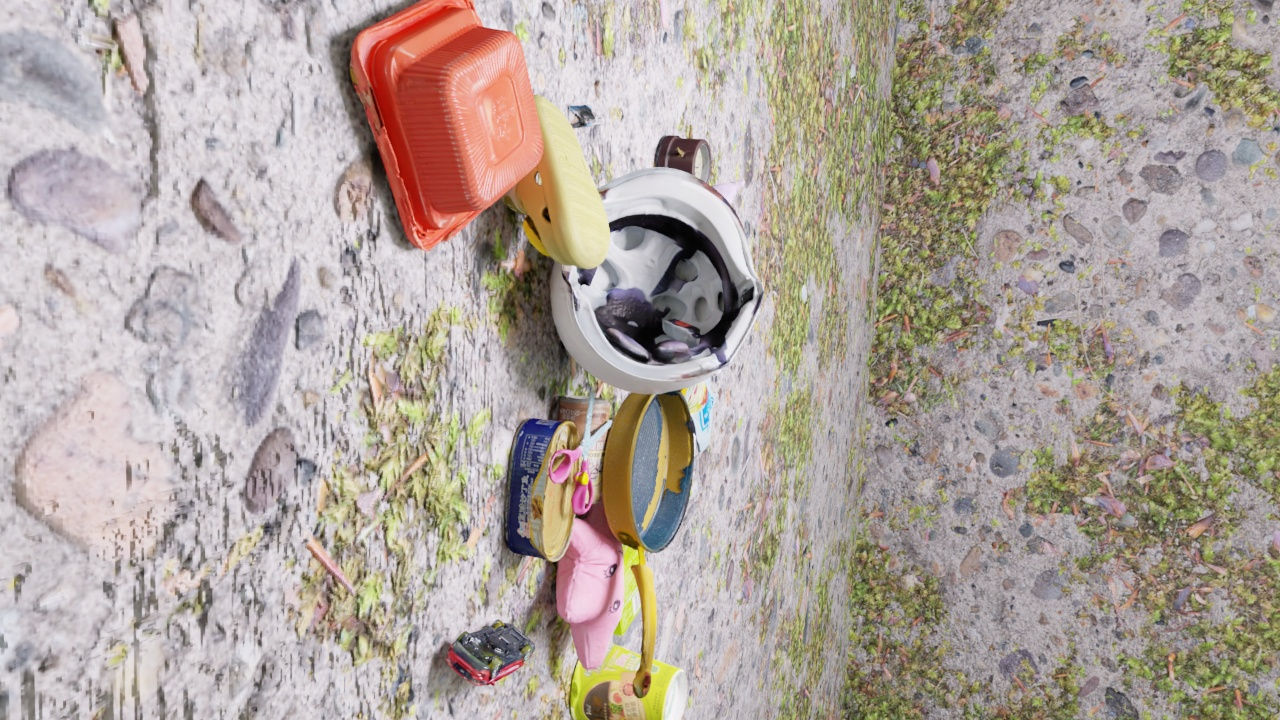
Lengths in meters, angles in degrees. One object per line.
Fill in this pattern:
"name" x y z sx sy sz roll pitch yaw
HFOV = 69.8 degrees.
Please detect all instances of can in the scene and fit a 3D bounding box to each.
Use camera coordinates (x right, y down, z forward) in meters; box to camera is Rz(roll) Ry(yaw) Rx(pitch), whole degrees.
"can" -0.103 0.135 0.970 0.074 0.049 0.148 2 93 -67
"can" -0.067 0.099 1.032 0.058 0.059 0.116 1 94 -66

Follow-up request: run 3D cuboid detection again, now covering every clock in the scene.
"clock" 0.062 -0.254 1.253 0.122 0.055 0.081 74 31 -43

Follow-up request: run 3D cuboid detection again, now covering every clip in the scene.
"clip" -0.058 -0.267 1.016 0.058 0.027 0.045 -26 111 -67

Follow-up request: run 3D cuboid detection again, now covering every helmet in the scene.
"helmet" 0.005 -0.072 1.008 0.146 0.229 0.258 -48 -156 54

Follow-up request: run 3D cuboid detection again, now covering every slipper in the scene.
"slipper" -0.090 -0.167 0.898 0.091 0.082 0.190 18 52 -59

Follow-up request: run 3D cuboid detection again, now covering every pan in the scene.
"pan" 0.011 0.197 1.049 0.198 0.078 0.356 56 43 -54

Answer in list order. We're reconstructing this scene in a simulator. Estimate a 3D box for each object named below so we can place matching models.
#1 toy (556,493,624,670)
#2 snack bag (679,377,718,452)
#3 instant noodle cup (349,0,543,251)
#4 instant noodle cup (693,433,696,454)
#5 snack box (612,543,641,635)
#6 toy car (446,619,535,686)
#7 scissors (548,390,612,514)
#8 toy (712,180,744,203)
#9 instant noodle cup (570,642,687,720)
"toy" -0.059 0.265 1.062 0.178 0.075 0.195 -39 125 -71
"snack bag" 0.085 0.058 1.405 0.191 0.039 0.110 58 32 -56
"instant noodle cup" -0.146 -0.197 0.758 0.164 0.079 0.189 -56 146 -45
"instant noodle cup" 0.015 0.131 1.228 0.173 0.060 0.137 55 46 -54
"snack box" -0.024 0.275 1.214 0.085 0.026 0.156 -44 135 -56
"toy car" -0.147 0.291 0.899 0.045 0.053 0.120 -58 160 2
"scissors" -0.064 0.097 0.965 0.131 0.017 0.133 11 86 -62
"toy" 0.098 -0.219 1.323 0.039 0.084 0.107 50 48 -27
"instant noodle cup" -0.009 0.416 1.156 0.111 0.124 0.111 6 90 -66
